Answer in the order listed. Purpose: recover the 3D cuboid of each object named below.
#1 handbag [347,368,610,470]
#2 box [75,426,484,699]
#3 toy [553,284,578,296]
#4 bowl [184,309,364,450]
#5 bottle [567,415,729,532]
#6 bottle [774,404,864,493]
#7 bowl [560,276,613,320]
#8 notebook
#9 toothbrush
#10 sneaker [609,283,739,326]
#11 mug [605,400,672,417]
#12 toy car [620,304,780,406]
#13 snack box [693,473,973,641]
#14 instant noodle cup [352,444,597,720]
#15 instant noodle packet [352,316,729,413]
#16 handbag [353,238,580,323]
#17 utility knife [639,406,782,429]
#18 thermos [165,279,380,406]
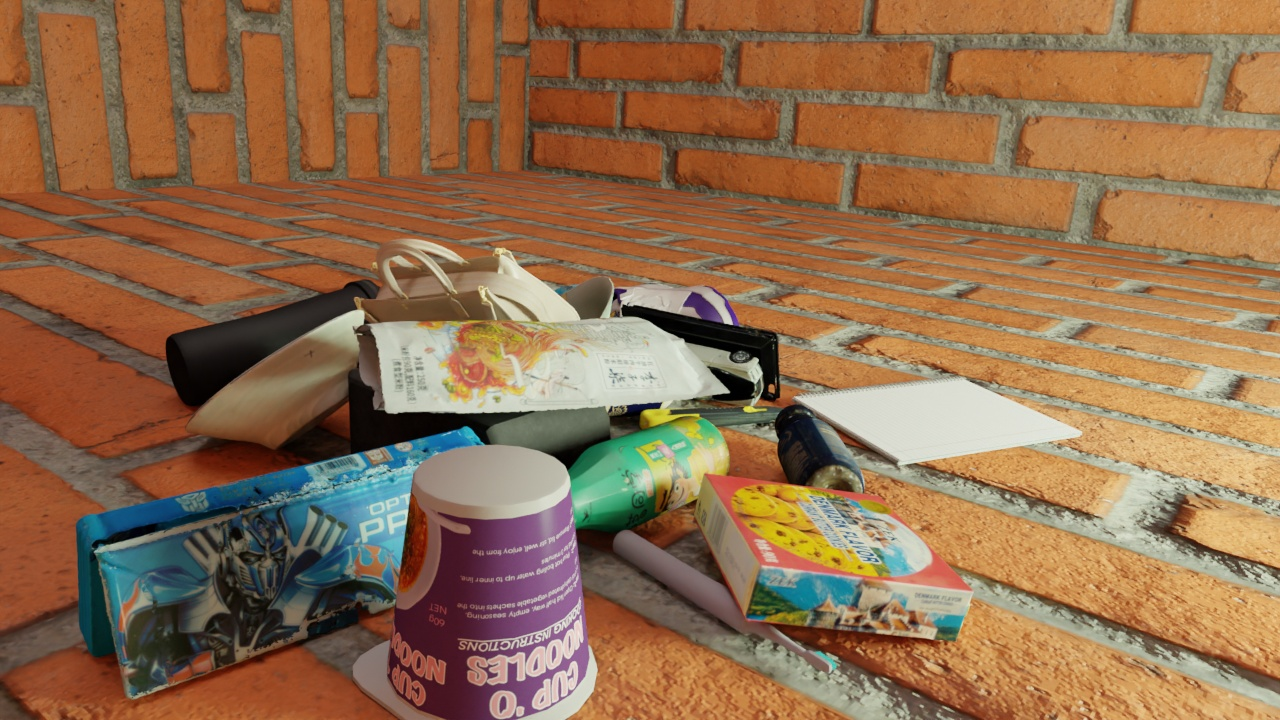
[{"bbox_3d":[-0.115,0.039,0.798,0.197,0.102,0.198,16,21,36],"label":"handbag"},{"bbox_3d":[-0.196,0.118,0.560,0.242,0.092,0.085,-12,43,-42],"label":"box"},{"bbox_3d":[-0.113,-0.063,1.180,0.092,0.062,0.132,26,52,39],"label":"toy"},{"bbox_3d":[-0.299,0.030,0.800,0.177,0.058,0.176,-36,4,3],"label":"bowl"},{"bbox_3d":[-0.017,0.093,0.684,0.068,0.068,0.209,16,19,37],"label":"bottle"},{"bbox_3d":[0.147,0.081,0.787,0.056,0.056,0.160,3,17,-3],"label":"bottle"},{"bbox_3d":[-0.079,-0.014,1.030,0.174,0.068,0.174,-32,24,16],"label":"bowl"},{"bbox_3d":[0.310,0.059,0.976,0.245,0.013,0.178,-5,20,-26],"label":"notebook"},{"bbox_3d":[0.048,0.153,0.591,0.019,0.018,0.188,-4,17,-41],"label":"toothbrush"},{"bbox_3d":[0.018,-0.049,1.155,0.111,0.092,0.244,-8,16,-32],"label":"sneaker"},{"bbox_3d":[-0.006,0.005,0.926,0.089,0.112,0.085,-2,41,-26],"label":"mug"},{"bbox_3d":[0.053,0.006,1.010,0.192,0.094,0.071,13,44,26],"label":"toy car"},{"bbox_3d":[0.122,0.128,0.618,0.145,0.040,0.142,9,14,-13],"label":"snack box"},{"bbox_3d":[-0.090,0.117,0.502,0.137,0.122,0.121,2,17,-5],"label":"instant noodle cup"},{"bbox_3d":[-0.078,-0.004,0.720,0.268,0.057,0.147,-4,30,-27],"label":"instant noodle packet"},{"bbox_3d":[-0.186,-0.056,0.903,0.195,0.101,0.198,-2,-31,29],"label":"handbag"},{"bbox_3d":[0.089,0.056,0.931,0.187,0.020,0.029,-2,19,-20],"label":"utility knife"},{"bbox_3d":[-0.365,-0.015,0.952,0.218,0.106,0.106,-18,26,-39],"label":"thermos"}]
